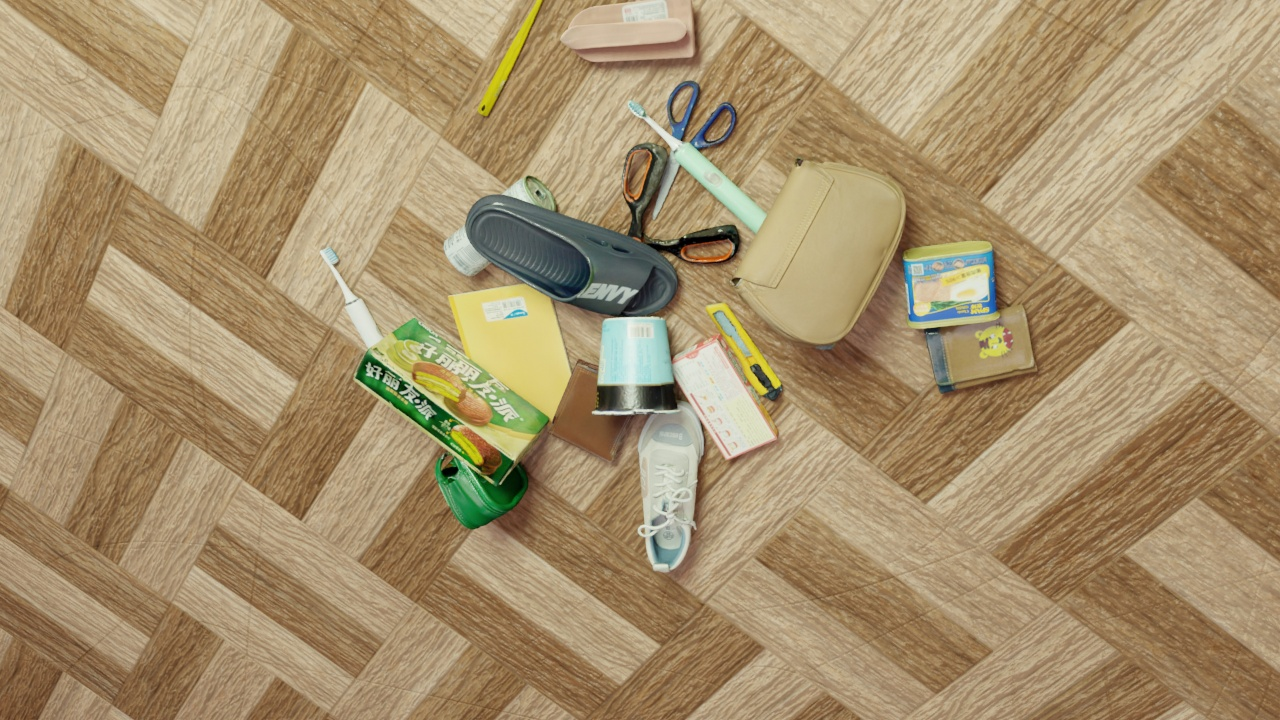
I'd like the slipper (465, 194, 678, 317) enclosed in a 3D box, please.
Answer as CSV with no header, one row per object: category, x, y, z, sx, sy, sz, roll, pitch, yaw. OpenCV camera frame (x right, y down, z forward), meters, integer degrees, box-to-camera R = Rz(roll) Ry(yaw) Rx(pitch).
slipper,-0.086,-0.107,1.098,0.268,0.083,0.111,21,129,-13

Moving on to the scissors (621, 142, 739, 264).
scissors,0.008,-0.156,1.116,0.235,0.021,0.221,3,120,11

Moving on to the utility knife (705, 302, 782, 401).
utility knife,0.131,-0.010,1.158,0.033,0.015,0.154,-32,102,21

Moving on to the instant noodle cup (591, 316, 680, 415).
instant noodle cup,-0.007,0.007,1.145,0.111,0.111,0.120,-2,88,15

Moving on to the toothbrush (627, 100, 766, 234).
toothbrush,0.070,-0.223,1.063,0.224,0.027,0.026,41,93,-11

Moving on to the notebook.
notebook,-0.166,-0.002,1.239,0.146,0.010,0.206,-8,111,17

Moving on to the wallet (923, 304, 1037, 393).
wallet,0.401,-0.012,1.083,0.115,0.033,0.090,-14,108,15

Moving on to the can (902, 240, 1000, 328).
can,0.353,-0.087,1.048,0.102,0.057,0.083,-6,109,16

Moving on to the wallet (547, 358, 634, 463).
wallet,-0.059,0.068,1.224,0.101,0.032,0.125,23,113,-6

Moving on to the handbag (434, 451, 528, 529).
handbag,-0.220,0.158,1.256,0.068,0.131,0.120,-29,101,19

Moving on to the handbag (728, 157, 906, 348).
handbag,0.198,-0.120,1.025,0.148,0.100,0.204,30,85,-3

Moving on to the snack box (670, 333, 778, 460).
snack box,0.106,0.049,1.184,0.077,0.027,0.156,-27,105,22

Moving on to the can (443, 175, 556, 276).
can,-0.176,-0.166,1.142,0.147,0.058,0.058,-33,102,24

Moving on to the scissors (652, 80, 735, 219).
scissors,0.038,-0.250,1.079,0.171,0.012,0.140,-24,107,23

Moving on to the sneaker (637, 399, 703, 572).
sneaker,0.034,0.173,1.222,0.089,0.090,0.242,6,114,10

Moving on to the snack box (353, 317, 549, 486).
snack box,-0.248,0.052,1.215,0.240,0.114,0.063,37,120,1

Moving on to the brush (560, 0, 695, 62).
brush,-0.013,-0.362,1.009,0.146,0.072,0.063,1,114,15

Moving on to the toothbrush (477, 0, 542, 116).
toothbrush,-0.144,-0.368,1.069,0.015,0.016,0.190,34,117,-2

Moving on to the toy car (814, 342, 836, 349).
toy car,0.223,-0.059,1.102,0.043,0.036,0.091,13,113,10

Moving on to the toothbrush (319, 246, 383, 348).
toothbrush,-0.380,-0.053,1.260,0.026,0.027,0.221,-30,106,-16
